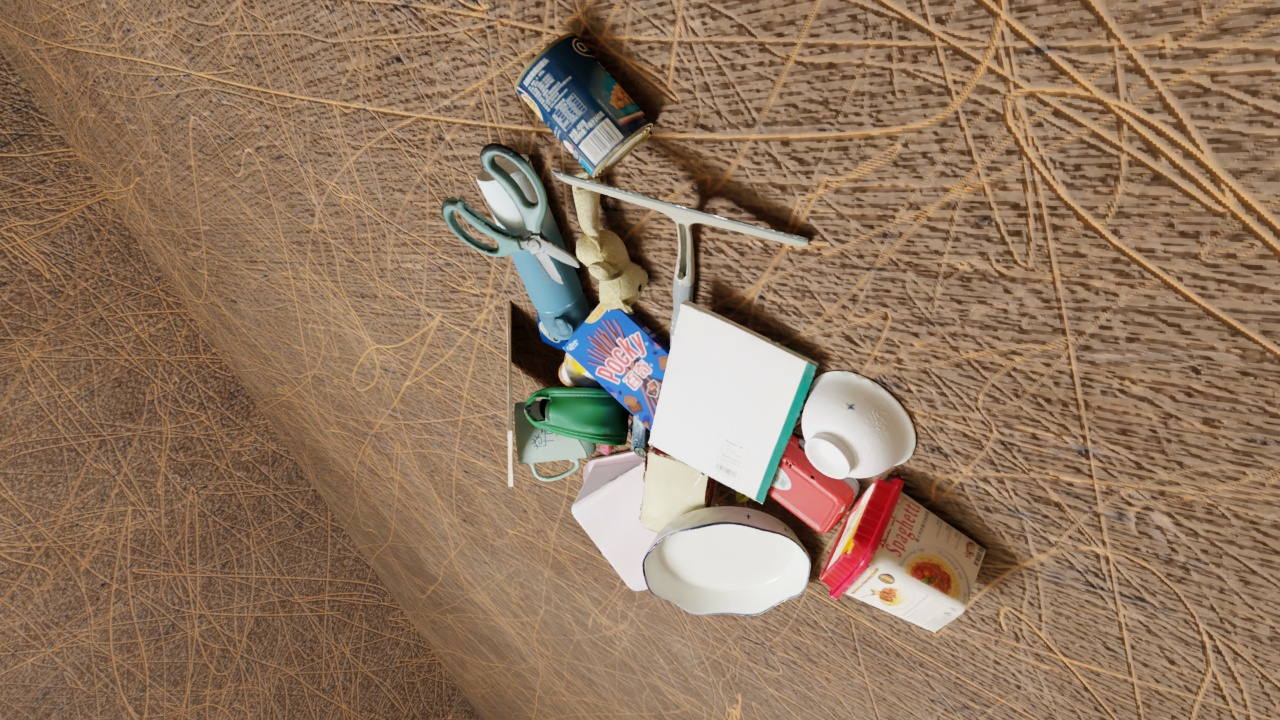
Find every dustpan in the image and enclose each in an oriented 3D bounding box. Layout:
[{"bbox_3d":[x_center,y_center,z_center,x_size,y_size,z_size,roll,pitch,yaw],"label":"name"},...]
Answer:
[{"bbox_3d":[0.021,0.212,1.331,0.274,0.138,0.222,-25,106,30],"label":"dustpan"}]

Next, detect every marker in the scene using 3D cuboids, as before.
[{"bbox_3d":[0.140,0.142,1.088,0.018,0.015,0.124,40,148,6],"label":"marker"}]

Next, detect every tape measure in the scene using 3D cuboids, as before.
[{"bbox_3d":[-0.108,-0.040,1.183,0.054,0.025,0.058,27,148,28],"label":"tape measure"}]

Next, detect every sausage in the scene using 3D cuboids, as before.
[{"bbox_3d":[-0.051,0.079,1.255,0.020,0.020,0.156,29,144,29],"label":"sausage"}]

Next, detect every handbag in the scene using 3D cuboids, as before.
[{"bbox_3d":[-0.075,0.070,1.149,0.120,0.068,0.131,2,176,10],"label":"handbag"}]

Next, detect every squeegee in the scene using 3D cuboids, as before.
[{"bbox_3d":[0.043,-0.084,0.929,0.247,0.039,0.247,17,148,15],"label":"squeegee"}]

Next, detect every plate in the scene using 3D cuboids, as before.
[{"bbox_3d":[0.105,0.247,1.134,0.205,0.045,0.205,2,134,2],"label":"plate"}]

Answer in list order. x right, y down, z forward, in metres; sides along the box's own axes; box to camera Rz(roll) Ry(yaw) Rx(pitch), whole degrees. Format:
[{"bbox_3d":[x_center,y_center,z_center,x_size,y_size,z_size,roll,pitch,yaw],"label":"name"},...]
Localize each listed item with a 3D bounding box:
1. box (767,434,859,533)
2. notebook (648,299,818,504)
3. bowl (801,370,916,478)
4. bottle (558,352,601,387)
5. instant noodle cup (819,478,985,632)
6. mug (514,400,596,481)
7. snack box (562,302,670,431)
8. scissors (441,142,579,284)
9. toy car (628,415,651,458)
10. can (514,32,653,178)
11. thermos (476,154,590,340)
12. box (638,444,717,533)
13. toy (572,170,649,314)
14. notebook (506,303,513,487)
[{"bbox_3d":[0.144,0.107,1.015,0.201,0.048,0.087,36,139,19],"label":"box"},{"bbox_3d":[0.089,0.049,0.965,0.150,0.012,0.210,27,133,16],"label":"notebook"},{"bbox_3d":[0.198,0.076,0.889,0.118,0.064,0.118,32,147,24],"label":"bowl"},{"bbox_3d":[-0.066,0.005,1.143,0.063,0.063,0.109,51,149,-6],"label":"bottle"},{"bbox_3d":[0.263,0.199,0.915,0.124,0.116,0.117,28,147,9],"label":"instant noodle cup"},{"bbox_3d":[-0.115,0.109,1.257,0.082,0.106,0.112,-134,40,-84],"label":"mug"},{"bbox_3d":[-0.006,0.006,1.057,0.157,0.026,0.085,43,110,5],"label":"snack box"},{"bbox_3d":[-0.133,-0.159,0.975,0.174,0.019,0.178,26,134,9],"label":"scissors"},{"bbox_3d":[0.010,0.073,1.135,0.037,0.054,0.121,33,147,20],"label":"toy car"},{"bbox_3d":[-0.050,-0.230,0.838,0.111,0.075,0.075,49,150,-2],"label":"can"},{"bbox_3d":[-0.116,-0.125,1.056,0.070,0.070,0.221,14,136,44],"label":"thermos"},{"bbox_3d":[0.045,0.155,1.133,0.091,0.079,0.169,17,139,12],"label":"box"},{"bbox_3d":[-0.037,-0.124,0.969,0.105,0.066,0.157,-119,9,-62],"label":"toy"},{"bbox_3d":[-0.178,0.047,1.250,0.148,0.008,0.207,101,166,-54],"label":"notebook"}]
